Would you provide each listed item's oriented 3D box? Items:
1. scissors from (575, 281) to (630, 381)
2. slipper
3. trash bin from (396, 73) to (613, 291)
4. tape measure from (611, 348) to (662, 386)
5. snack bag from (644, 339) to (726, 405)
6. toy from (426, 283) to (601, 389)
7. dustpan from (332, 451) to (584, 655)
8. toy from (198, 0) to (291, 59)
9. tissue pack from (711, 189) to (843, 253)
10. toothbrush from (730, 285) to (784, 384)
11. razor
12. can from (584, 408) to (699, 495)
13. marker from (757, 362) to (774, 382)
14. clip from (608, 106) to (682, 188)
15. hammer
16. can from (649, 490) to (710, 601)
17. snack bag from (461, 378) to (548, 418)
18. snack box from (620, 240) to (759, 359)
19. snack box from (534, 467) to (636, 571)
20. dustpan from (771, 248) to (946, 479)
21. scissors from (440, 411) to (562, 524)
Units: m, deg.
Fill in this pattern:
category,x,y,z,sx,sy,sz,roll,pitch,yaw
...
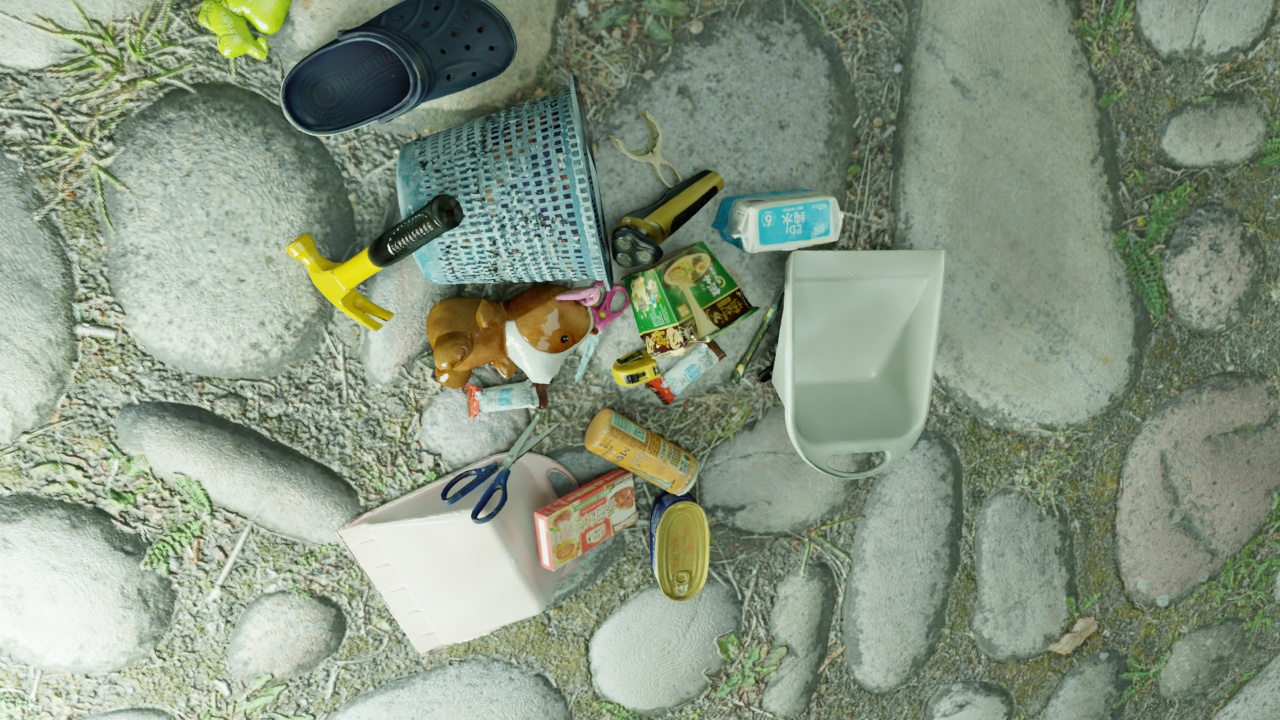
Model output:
category,x,y,z,sx,sy,sz,roll,pitch,yaw
scissors,-0.055,-0.033,1.125,0.054,0.017,0.133,18,106,-12
slipper,-0.251,-0.307,0.941,0.252,0.095,0.105,-23,114,-4
trash bin,-0.142,-0.170,0.964,0.195,0.226,0.227,-9,110,1
tape measure,-0.007,0.007,1.127,0.057,0.060,0.029,-20,113,-2
snack bag,0.058,0.013,1.163,0.104,0.026,0.048,-42,119,0
toy,-0.140,-0.029,1.045,0.199,0.140,0.130,-17,80,-13
dustpan,-0.204,0.236,1.175,0.274,0.138,0.223,-14,115,19
toy,-0.391,-0.355,0.919,0.100,0.031,0.097,-28,112,0
tissue pack,0.164,-0.166,1.100,0.140,0.090,0.063,-9,109,-13
toothbrush,0.167,-0.050,1.178,0.012,0.017,0.186,14,107,-57
razor,0.035,-0.167,1.061,0.167,0.067,0.062,-40,154,-25
can,0.002,0.117,1.165,0.146,0.058,0.058,30,97,-22
marker,0.207,-0.009,1.203,0.124,0.015,0.018,-34,114,-1
clip,0.000,-0.238,1.063,0.094,0.035,0.102,-22,120,-12
hammer,-0.258,-0.105,0.914,0.129,0.302,0.032,51,55,-18
can,0.050,0.245,1.224,0.074,0.049,0.148,-6,109,-13
snack bag,-0.163,0.044,1.113,0.105,0.026,0.045,-7,100,-14
snack box,0.051,-0.076,1.083,0.117,0.118,0.105,-32,101,-26
snack box,-0.066,0.196,1.148,0.152,0.025,0.075,-22,115,-44
dustpan,0.277,0.010,1.137,0.222,0.142,0.258,-3,130,-18
scissors,-0.160,0.129,1.090,0.166,0.155,0.012,-23,129,3
